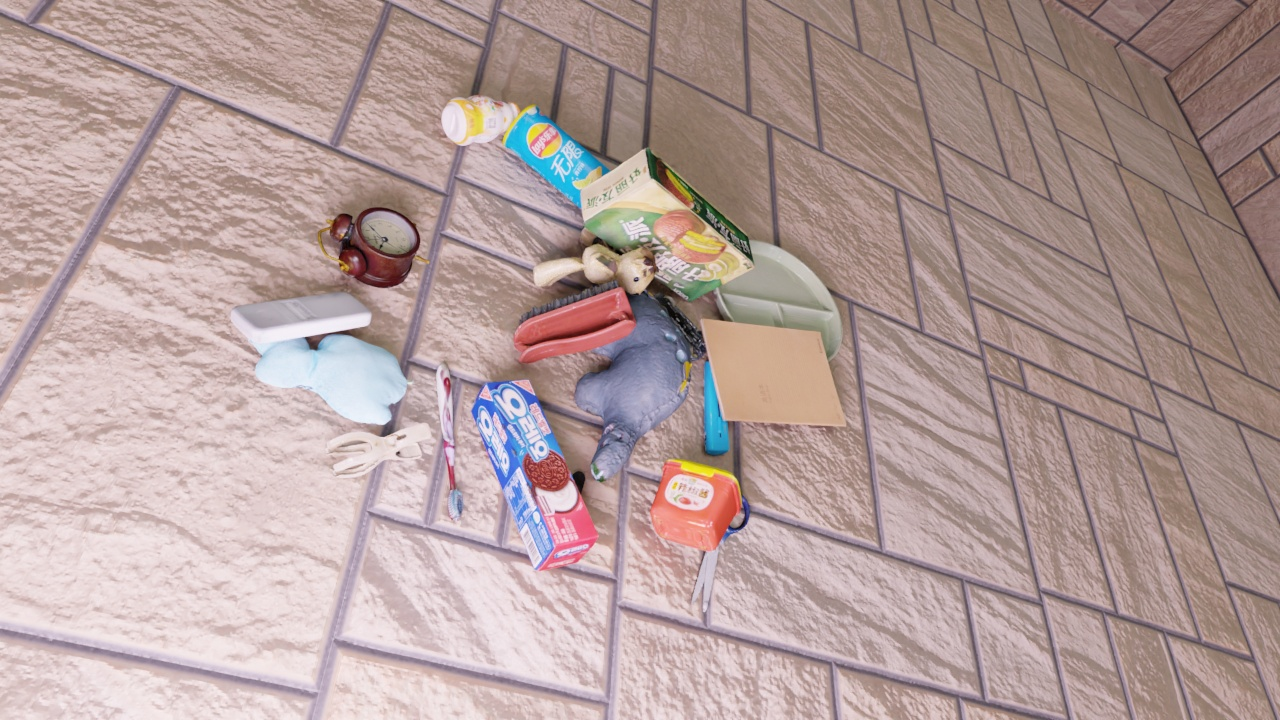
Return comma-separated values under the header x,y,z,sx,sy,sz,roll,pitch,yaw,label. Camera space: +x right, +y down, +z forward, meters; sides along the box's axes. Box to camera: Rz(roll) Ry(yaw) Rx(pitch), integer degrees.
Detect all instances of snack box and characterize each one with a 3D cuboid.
x,y,z,sx,sy,sz,roll,pitch,yaw,label
0.061,0.166,1.041,0.091,0.082,0.079,12,52,23,snack box
-0.117,0.116,0.971,0.058,0.057,0.207,-6,55,-36,snack box
0.039,-0.171,1.205,0.240,0.115,0.063,31,42,-45,snack box

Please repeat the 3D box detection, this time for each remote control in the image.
x,y,z,sx,sy,sz,roll,pitch,yaw,label
-0.344,-0.044,0.936,0.056,0.020,0.135,35,31,28,remote control

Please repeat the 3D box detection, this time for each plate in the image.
x,y,z,sx,sy,sz,roll,pitch,yaw,label
0.202,-0.083,1.368,0.230,0.028,0.229,18,49,-23,plate

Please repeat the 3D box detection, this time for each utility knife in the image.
x,y,z,sx,sy,sz,roll,pitch,yaw,label
0.097,0.055,1.200,0.034,0.018,0.160,19,48,-21,utility knife

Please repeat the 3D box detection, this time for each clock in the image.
x,y,z,sx,sy,sz,roll,pitch,yaw,label
-0.306,-0.129,1.040,0.121,0.055,0.082,-4,61,-39,clock

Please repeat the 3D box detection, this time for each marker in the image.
x,y,z,sx,sy,sz,roll,pitch,yaw,label
-0.081,0.169,0.998,0.018,0.015,0.123,28,44,-11,marker

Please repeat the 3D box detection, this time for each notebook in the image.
x,y,z,sx,sy,sz,roll,pitch,yaw,label
0.184,0.019,1.257,0.211,0.012,0.149,5,60,-31,notebook

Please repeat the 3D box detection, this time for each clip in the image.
x,y,z,sx,sy,sz,roll,pitch,yaw,label
-0.262,0.089,0.919,0.099,0.070,0.034,-13,65,-32,clip

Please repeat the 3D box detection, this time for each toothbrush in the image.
x,y,z,sx,sy,sz,roll,pitch,yaw,label
-0.203,0.082,0.978,0.016,0.017,0.187,8,55,-30,toothbrush

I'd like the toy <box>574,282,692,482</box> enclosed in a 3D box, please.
x,y,z,sx,sy,sz,roll,pitch,yaw,label
-0.007,0.006,1.116,0.138,0.092,0.355,8,47,-7,toy

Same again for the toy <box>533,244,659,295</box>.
x,y,z,sx,sy,sz,roll,pitch,yaw,label
-0.057,-0.112,1.149,0.105,0.157,0.066,-6,94,-78,toy

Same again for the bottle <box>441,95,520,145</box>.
x,y,z,sx,sy,sz,roll,pitch,yaw,label
-0.214,-0.329,1.248,0.108,0.063,0.063,-22,72,-42,bottle

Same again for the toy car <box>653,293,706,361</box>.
x,y,z,sx,sy,sz,roll,pitch,yaw,label
0.046,-0.043,1.229,0.105,0.031,0.048,48,41,-2,toy car

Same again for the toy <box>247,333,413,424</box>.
x,y,z,sx,sy,sz,roll,pitch,yaw,label
-0.312,0.007,0.939,0.156,0.050,0.161,-5,48,-32,toy

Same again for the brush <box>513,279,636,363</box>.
x,y,z,sx,sy,sz,roll,pitch,yaw,label
-0.080,-0.039,1.084,0.146,0.063,0.069,-17,46,3,brush

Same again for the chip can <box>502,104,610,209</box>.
x,y,z,sx,sy,sz,roll,pitch,yaw,label
-0.088,-0.259,1.269,0.210,0.071,0.071,40,45,1,chip can

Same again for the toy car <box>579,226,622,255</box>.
x,y,z,sx,sy,sz,roll,pitch,yaw,label
-0.043,-0.153,1.245,0.090,0.042,0.035,37,47,-5,toy car

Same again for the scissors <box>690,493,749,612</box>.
x,y,z,sx,sy,sz,roll,pitch,yaw,label
0.077,0.209,1.076,0.126,0.012,0.173,51,47,7,scissors
